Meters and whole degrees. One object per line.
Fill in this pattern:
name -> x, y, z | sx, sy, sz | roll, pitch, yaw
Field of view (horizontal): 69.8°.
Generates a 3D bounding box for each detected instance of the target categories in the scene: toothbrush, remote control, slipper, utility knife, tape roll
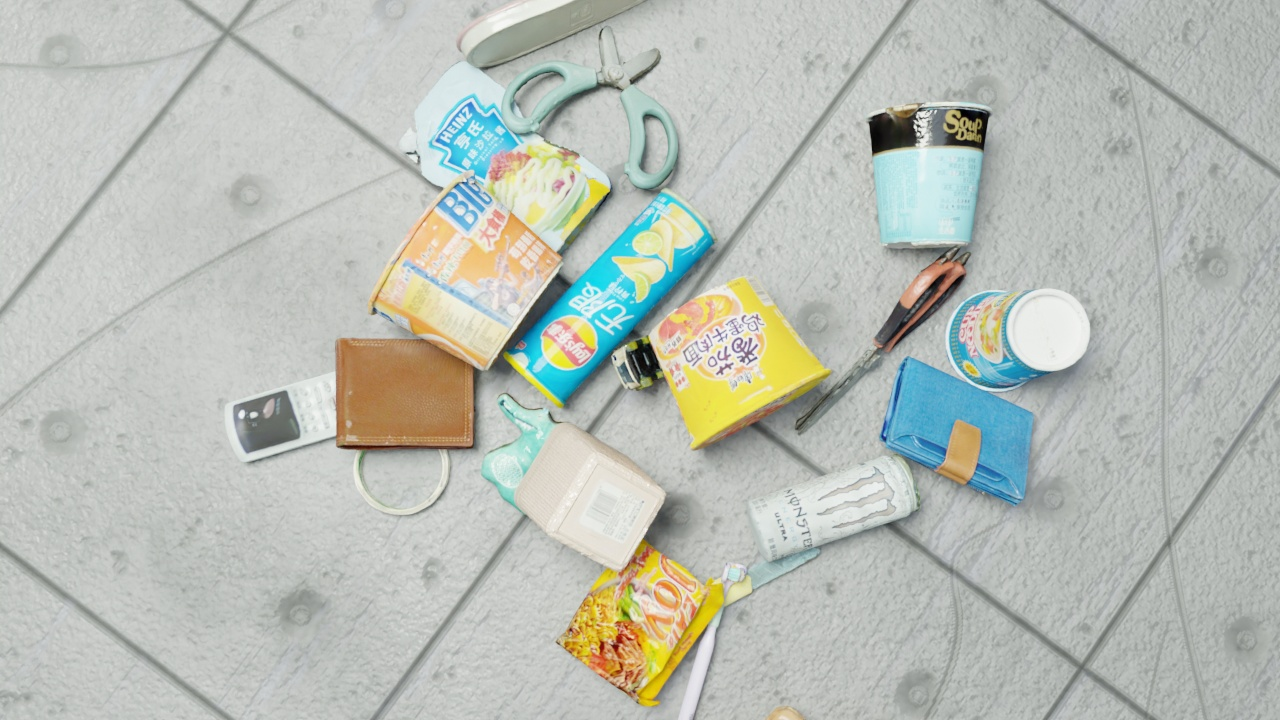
toothbrush -> 0.058, 0.274, 0.827 | 0.029, 0.021, 0.189 | 14, 94, -40
remote control -> -0.301, 0.046, 0.837 | 0.150, 0.021, 0.058 | -17, 87, -3
slipper -> -0.045, -0.347, 0.827 | 0.274, 0.114, 0.054 | -26, 92, 3
utility knife -> 0.065, 0.220, 0.839 | 0.219, 0.022, 0.031 | -27, 92, 3
tape roll -> -0.218, 0.098, 0.840 | 0.086, 0.014, 0.085 | 0, 86, -2

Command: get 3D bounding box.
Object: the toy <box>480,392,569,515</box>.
toy -> -0.108, 0.079, 0.837 | 0.096, 0.030, 0.092 | 45, 82, -1

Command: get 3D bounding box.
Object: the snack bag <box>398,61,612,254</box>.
snack bag -> -0.128, -0.183, 0.850 | 0.191, 0.039, 0.110 | 39, 96, 2

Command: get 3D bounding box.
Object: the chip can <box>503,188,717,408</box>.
chip can -> -0.027, -0.057, 0.827 | 0.071, 0.071, 0.210 | 43, 86, 1

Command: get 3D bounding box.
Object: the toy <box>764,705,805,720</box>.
toy -> 0.126, 0.376, 0.801 | 0.226, 0.082, 0.143 | -9, 99, -5

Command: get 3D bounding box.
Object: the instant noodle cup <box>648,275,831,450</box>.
instant noodle cup -> 0.079, -0.001, 0.801 | 0.138, 0.138, 0.109 | -29, 80, -3

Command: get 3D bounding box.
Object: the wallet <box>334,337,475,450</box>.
wallet -> -0.210, 0.029, 0.822 | 0.124, 0.032, 0.101 | 1, 76, -16

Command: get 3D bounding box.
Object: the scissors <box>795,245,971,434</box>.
scissors -> 0.216, -0.017, 0.829 | 0.206, 0.193, 0.015 | -30, 61, -29

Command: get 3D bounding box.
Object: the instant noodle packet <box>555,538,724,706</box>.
instant noodle packet -> 0.000, 0.226, 0.812 | 0.111, 0.044, 0.128 | 31, 84, 22

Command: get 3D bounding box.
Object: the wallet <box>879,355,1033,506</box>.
wallet -> 0.288, 0.062, 0.831 | 0.133, 0.040, 0.106 | 24, 56, 0

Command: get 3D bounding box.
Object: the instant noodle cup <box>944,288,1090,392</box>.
instant noodle cup -> 0.339, -0.023, 0.816 | 0.099, 0.110, 0.099 | 0, 85, -2

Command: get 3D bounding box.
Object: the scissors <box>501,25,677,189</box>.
scissors -> -0.031, -0.224, 0.847 | 0.170, 0.019, 0.180 | -33, 82, -18

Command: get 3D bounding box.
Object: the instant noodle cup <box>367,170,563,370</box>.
instant noodle cup -> -0.144, -0.070, 0.791 | 0.111, 0.151, 0.151 | 36, 86, -6

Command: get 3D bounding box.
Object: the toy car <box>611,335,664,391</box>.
toy car -> -0.005, 0.005, 0.815 | 0.035, 0.090, 0.042 | -25, 90, 13

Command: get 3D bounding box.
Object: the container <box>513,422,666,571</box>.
container -> -0.042, 0.117, 0.784 | 0.090, 0.111, 0.090 | 33, 86, -20

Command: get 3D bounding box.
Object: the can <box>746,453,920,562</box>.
can -> 0.172, 0.132, 0.828 | 0.146, 0.058, 0.058 | -18, 87, -2

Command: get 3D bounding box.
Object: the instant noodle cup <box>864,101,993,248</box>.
instant noodle cup -> 0.257, -0.162, 0.830 | 0.111, 0.111, 0.120 | 1, 94, -2
